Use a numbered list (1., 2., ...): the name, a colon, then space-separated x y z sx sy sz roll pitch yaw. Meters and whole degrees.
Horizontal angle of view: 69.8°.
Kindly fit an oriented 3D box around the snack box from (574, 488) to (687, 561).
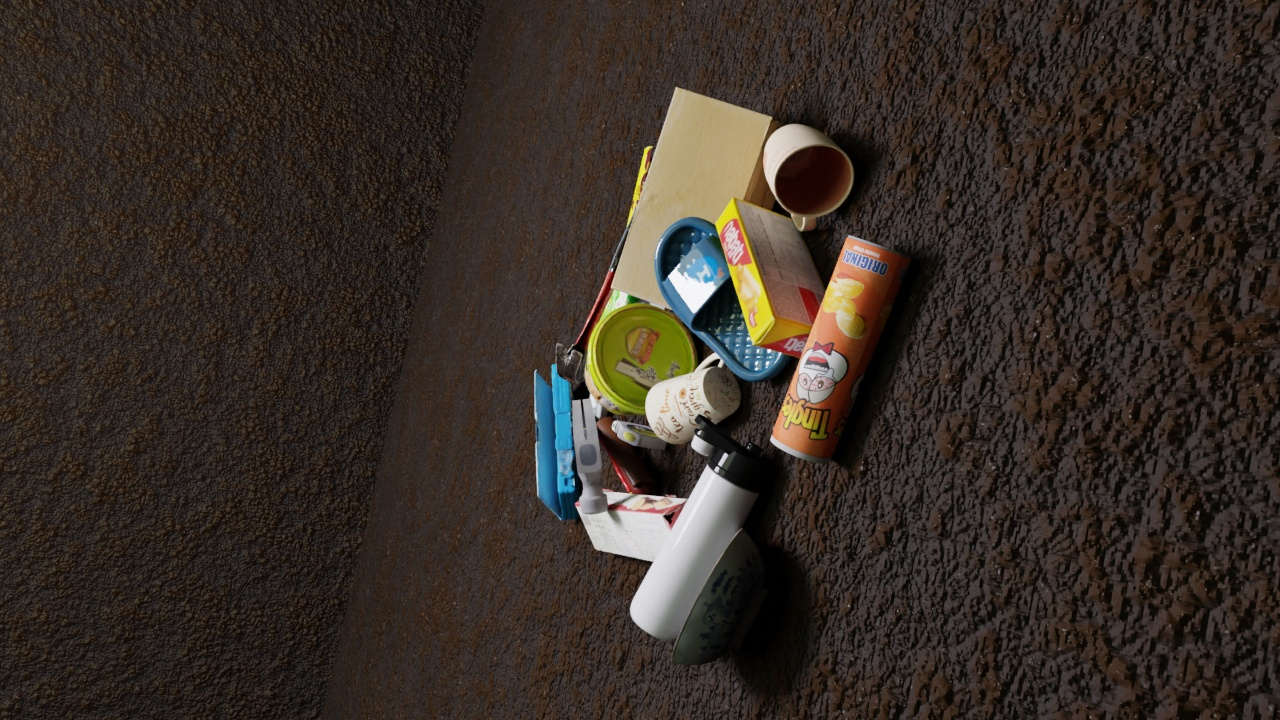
1. snack box: -0.002 0.208 1.162 0.273 0.044 0.076 -13 103 64

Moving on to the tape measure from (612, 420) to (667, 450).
1. tape measure: -0.001 0.100 1.222 0.065 0.064 0.017 29 104 60

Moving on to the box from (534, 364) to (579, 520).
1. box: -0.134 0.127 1.458 0.091 0.066 0.243 90 175 -52

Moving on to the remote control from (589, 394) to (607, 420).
1. remote control: -0.061 0.039 1.370 0.134 0.022 0.050 101 157 -55

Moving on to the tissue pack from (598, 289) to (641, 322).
1. tissue pack: -0.035 -0.061 1.416 0.100 0.034 0.114 18 92 67

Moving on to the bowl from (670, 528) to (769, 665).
1. bowl: 0.090 0.249 0.926 0.150 0.057 0.151 -55 -16 -25

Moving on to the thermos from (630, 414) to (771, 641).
1. thermos: 0.053 0.183 0.998 0.230 0.101 0.068 -63 -9 6

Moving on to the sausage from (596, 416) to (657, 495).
1. sausage: -0.022 0.133 1.255 0.040 0.040 0.155 -65 35 23

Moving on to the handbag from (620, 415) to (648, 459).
1. handbag: -0.003 0.048 1.304 0.094 0.043 0.195 -34 56 51

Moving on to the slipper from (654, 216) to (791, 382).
1. slipper: 0.085 -0.066 1.027 0.104 0.059 0.213 -41 72 22

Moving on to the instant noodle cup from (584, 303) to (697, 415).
1. instant noodle cup: -0.007 0.007 1.200 0.098 0.146 0.146 139 139 -67

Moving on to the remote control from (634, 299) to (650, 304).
1. remote control: -0.011 -0.064 1.342 0.125 0.010 0.039 -23 55 35

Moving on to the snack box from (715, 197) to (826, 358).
1. snack box: 0.145 -0.088 0.976 0.042 0.092 0.200 -56 32 37

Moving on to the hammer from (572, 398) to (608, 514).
1. hammer: -0.076 0.115 1.291 0.312 0.035 0.139 -143 46 -85

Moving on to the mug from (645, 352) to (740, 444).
1. mug: 0.075 0.035 1.109 0.097 0.081 0.121 -29 25 49

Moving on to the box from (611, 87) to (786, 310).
1. box: 0.079 -0.181 1.108 0.141 0.148 0.249 26 102 36

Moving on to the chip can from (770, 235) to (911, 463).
1. chip can: 0.190 -0.010 0.877 0.062 0.062 0.210 42 115 63

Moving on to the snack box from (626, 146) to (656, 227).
1. snack box: 0.021 -0.234 1.352 0.026 0.061 0.149 9 86 64

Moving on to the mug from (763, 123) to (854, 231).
1. mug: 0.176 -0.198 0.999 0.104 0.085 0.112 -99 3 -58

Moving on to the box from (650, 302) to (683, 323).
1. box: 0.064 -0.153 1.249 0.157 0.063 0.216 -17 62 50

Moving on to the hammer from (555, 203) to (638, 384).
1. hammer: -0.037 -0.122 1.278 0.140 0.036 0.326 66 -132 -82
